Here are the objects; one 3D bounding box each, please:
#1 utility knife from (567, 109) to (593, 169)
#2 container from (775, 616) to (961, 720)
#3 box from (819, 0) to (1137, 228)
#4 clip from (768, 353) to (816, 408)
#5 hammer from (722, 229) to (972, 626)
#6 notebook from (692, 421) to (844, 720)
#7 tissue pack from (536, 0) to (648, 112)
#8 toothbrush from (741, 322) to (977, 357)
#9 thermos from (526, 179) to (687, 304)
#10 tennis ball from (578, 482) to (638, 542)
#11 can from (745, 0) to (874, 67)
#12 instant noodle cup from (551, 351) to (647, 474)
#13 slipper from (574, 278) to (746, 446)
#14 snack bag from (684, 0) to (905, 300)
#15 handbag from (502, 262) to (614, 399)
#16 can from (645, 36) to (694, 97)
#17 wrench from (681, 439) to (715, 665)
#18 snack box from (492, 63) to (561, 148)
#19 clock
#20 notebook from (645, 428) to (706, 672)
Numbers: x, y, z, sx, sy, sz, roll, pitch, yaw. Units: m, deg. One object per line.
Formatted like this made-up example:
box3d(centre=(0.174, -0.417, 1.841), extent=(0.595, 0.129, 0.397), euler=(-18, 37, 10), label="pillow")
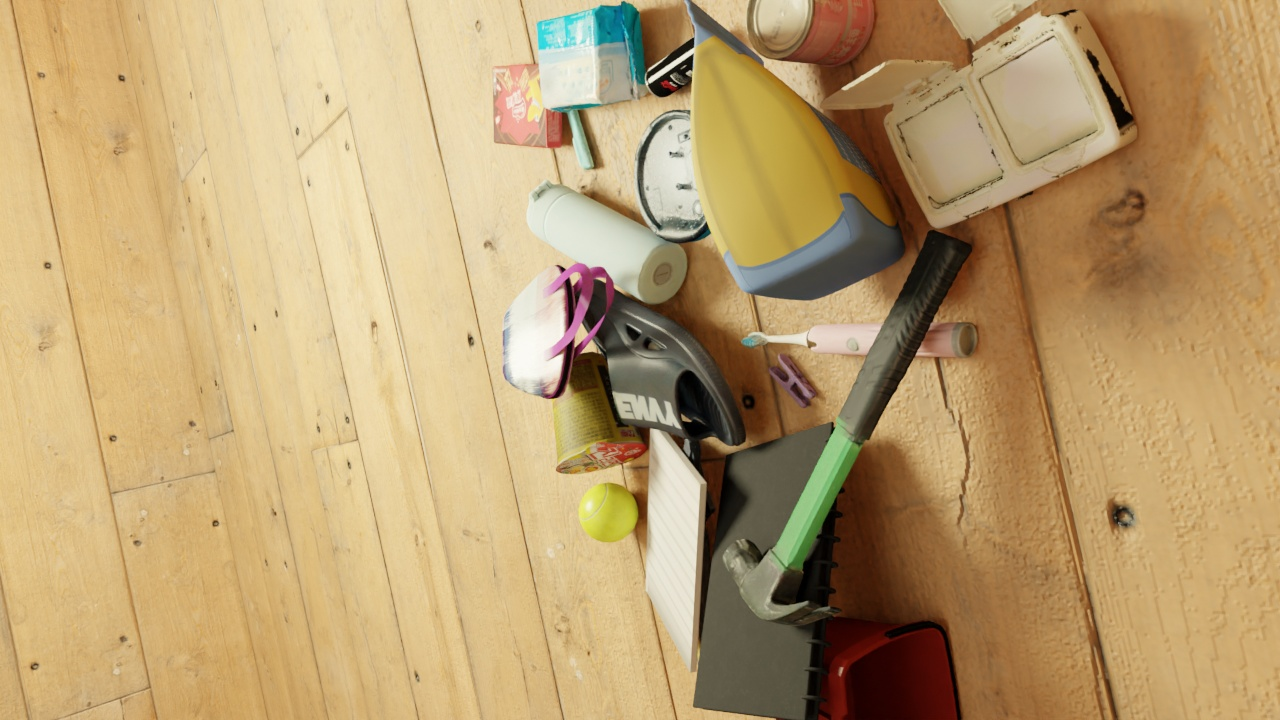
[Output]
box3d(centre=(-0.078, -0.278, 0.990), extent=(0.022, 0.015, 0.158), euler=(143, 111, -71), label="utility knife")
box3d(centre=(0.195, 0.282, 0.709), extent=(0.201, 0.126, 0.148), euler=(-5, 95, 61), label="container")
box3d(centre=(0.203, -0.174, 0.590), extent=(0.186, 0.100, 0.145), euler=(52, 141, -9), label="box")
box3d(centre=(0.135, 0.017, 0.808), extent=(0.052, 0.013, 0.036), euler=(50, 134, 27), label="clip")
box3d(centre=(0.158, 0.055, 0.684), extent=(0.319, 0.032, 0.130), euler=(-66, 21, 12), label="hammer")
box3d(centre=(0.108, 0.176, 0.772), extent=(0.170, 0.019, 0.231), euler=(-29, 46, 58), label="notebook")
box3d(centre=(-0.048, -0.298, 0.913), extent=(0.145, 0.061, 0.093), euler=(13, 110, 51), label="tissue pack")
box3d(centre=(0.167, -0.017, 0.749), extent=(0.223, 0.026, 0.027), euler=(1, 109, 50), label="toothbrush")
box3d(centre=(-0.042, -0.125, 0.945), extent=(0.207, 0.065, 0.078), euler=(34, 164, 41), label="thermos")
box3d(centre=(-0.035, 0.167, 1.009), extent=(0.065, 0.065, 0.065), euler=(16, 111, 48), label="tennis ball")
box3d(centre=(0.129, -0.260, 0.695), extent=(0.067, 0.076, 0.067), euler=(15, 110, 48), label="can")
box3d(centre=(-0.054, 0.056, 0.992), extent=(0.101, 0.100, 0.112), euler=(-39, 60, 48), label="instant noodle cup")
box3d(centre=(-0.005, 0.005, 0.893), extent=(0.268, 0.083, 0.111), euler=(38, 155, 44), label="slipper")
box3d(centre=(0.101, -0.153, 0.675), extent=(0.102, 0.158, 0.205), euler=(-26, 80, 25), label="snack bag")
box3d(centre=(-0.075, -0.040, 0.895), extent=(0.170, 0.068, 0.144), euler=(-37, 50, 55), label="handbag")
box3d(centre=(0.040, -0.269, 0.836), extent=(0.081, 0.031, 0.031), euler=(-17, 86, 51), label="can")
box3d(centre=(0.059, 0.204, 0.914), extent=(0.073, 0.022, 0.273), euler=(-131, 33, -66), label="wrench")
box3d(centre=(-0.129, -0.288, 1.036), extent=(0.133, 0.021, 0.089), euler=(22, 116, 53), label="snack box")
box3d(centre=(0.062, -0.167, 0.814), extent=(0.162, 0.060, 0.117), euler=(-5, 94, 49), label="clock")
box3d(centre=(0.033, 0.183, 0.923), extent=(0.142, 0.009, 0.210), euler=(-130, 38, -62), label="notebook")
